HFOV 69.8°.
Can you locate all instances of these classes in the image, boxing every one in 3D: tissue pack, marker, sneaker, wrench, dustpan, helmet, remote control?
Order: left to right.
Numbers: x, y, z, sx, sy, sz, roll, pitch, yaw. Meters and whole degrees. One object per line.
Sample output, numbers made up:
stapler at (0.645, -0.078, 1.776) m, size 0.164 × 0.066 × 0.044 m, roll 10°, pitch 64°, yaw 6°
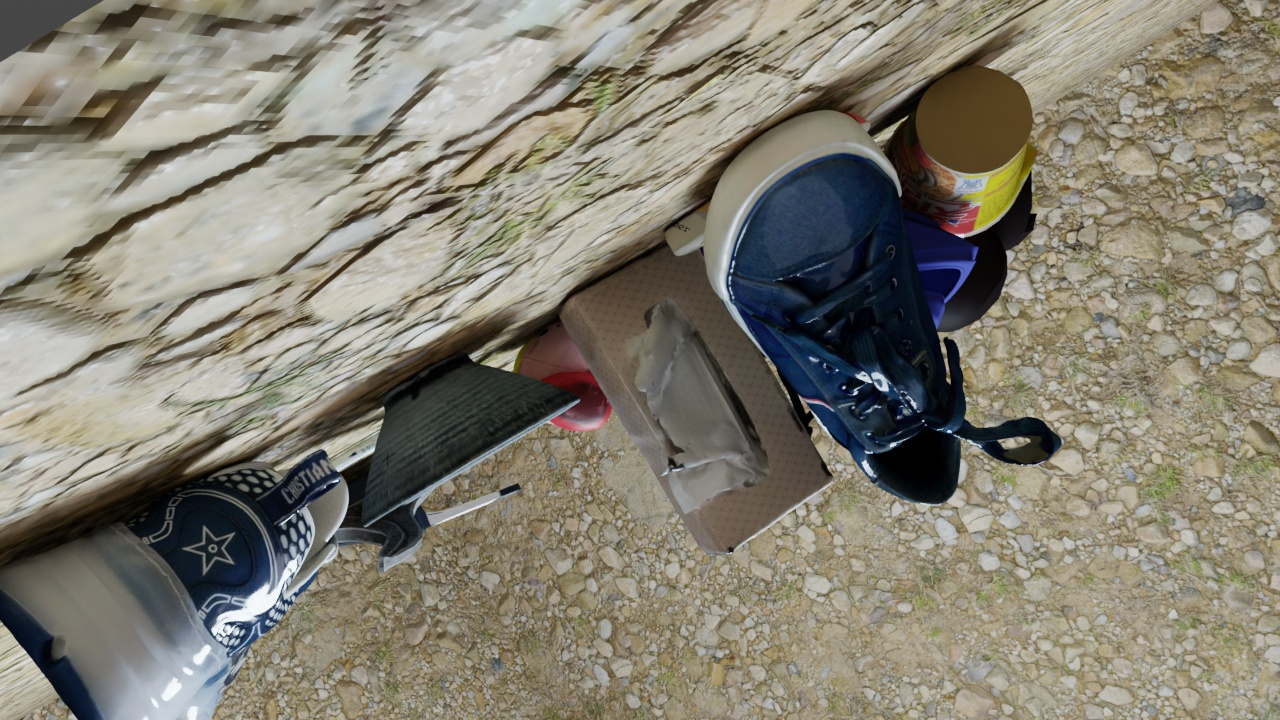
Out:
sneaker at (-0.200, 0.103, 0.448) m, size 0.132 × 0.103 × 0.270 m, roll -39°, pitch 180°, yaw -24°
dustpan at (-0.256, 0.156, 0.899) m, size 0.272 × 0.080 × 0.237 m, roll -27°, pitch 178°, yaw -16°
marker at (-0.185, 0.056, 0.651) m, size 0.152 × 0.011 × 0.011 m, roll -31°, pitch 179°, yaw -5°
wrench at (-0.138, 0.067, 0.621) m, size 0.070 × 0.010 × 0.272 m, roll 11°, pitch -159°, yaw 10°
tissue pack at (0.033, 0.023, 0.555) m, size 0.103 × 0.181 × 0.071 m, roll -29°, pitch -178°, yaw -22°
remote control at (0.067, -0.095, 0.497) m, size 0.126 × 0.018 × 0.038 m, roll -32°, pitch 179°, yaw 27°
helmet at (0.114, -0.005, 0.660) m, size 0.242 × 0.227 × 0.147 m, roll -1°, pitch 163°, yaw 37°
sneaker at (0.129, -0.001, 0.484) m, size 0.121 × 0.127 × 0.294 m, roll -29°, pitch 139°, yaw 7°

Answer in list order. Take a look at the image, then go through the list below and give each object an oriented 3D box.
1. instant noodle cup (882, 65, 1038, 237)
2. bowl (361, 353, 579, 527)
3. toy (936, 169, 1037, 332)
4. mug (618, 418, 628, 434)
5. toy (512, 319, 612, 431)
instant noodle cup at (0.211, -0.141, 0.609) m, size 0.100 × 0.100 × 0.112 m, roll -31°, pitch 171°, yaw 10°
bowl at (-0.107, 0.033, 0.513) m, size 0.137 × 0.057 × 0.137 m, roll -31°, pitch 179°, yaw -1°
toy at (0.280, -0.117, 0.819) m, size 0.140 × 0.159 × 0.183 m, roll 111°, pitch -4°, yaw -64°
mug at (-0.005, 0.005, 0.802) m, size 0.079 × 0.097 × 0.111 m, roll -31°, pitch 171°, yaw 14°
toy at (-0.053, 0.018, 0.638) m, size 0.124 × 0.097 × 0.131 m, roll -40°, pitch -151°, yaw -20°
